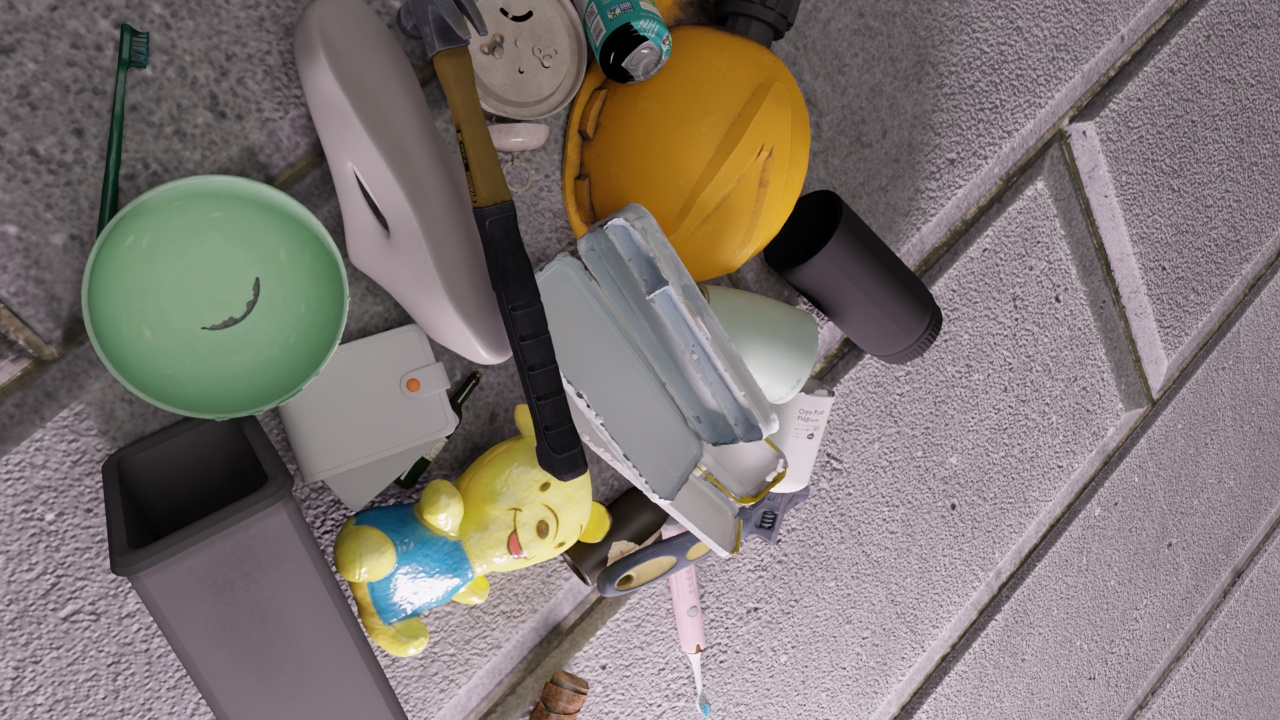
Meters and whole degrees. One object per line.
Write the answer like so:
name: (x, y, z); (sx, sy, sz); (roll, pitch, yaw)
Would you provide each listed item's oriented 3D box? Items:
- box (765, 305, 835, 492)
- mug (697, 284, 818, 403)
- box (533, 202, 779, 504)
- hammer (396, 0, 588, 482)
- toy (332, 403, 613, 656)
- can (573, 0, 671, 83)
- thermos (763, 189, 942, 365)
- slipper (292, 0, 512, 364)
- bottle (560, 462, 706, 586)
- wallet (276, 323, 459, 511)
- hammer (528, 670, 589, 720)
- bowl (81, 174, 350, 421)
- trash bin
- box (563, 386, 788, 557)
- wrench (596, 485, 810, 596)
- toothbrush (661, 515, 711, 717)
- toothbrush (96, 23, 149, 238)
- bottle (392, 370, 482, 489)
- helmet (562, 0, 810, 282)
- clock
box: (0.134, 0.033, 0.851); (0.083, 0.092, 0.166); (9, 106, -29)
mug: (0.078, -0.019, 0.783); (0.104, 0.111, 0.084); (18, 89, -22)
box: (-0.009, 0.008, 0.688); (0.126, 0.106, 0.215); (-37, 99, -26)
hammer: (-0.090, -0.076, 0.603); (0.025, 0.118, 0.333); (-20, 106, -22)
toy: (-0.129, 0.126, 0.707); (0.213, 0.084, 0.149); (-30, 137, -27)
can: (-0.016, -0.254, 0.674); (0.055, 0.101, 0.055); (-14, 148, -9)
thermos: (0.211, -0.067, 0.867); (0.198, 0.086, 0.086); (36, 82, -32)
slipper: (-0.172, -0.111, 0.636); (0.112, 0.081, 0.266); (-74, 145, -53)
bottle: (0.012, 0.125, 0.817); (0.184, 0.045, 0.045); (-37, 118, -19)
wallet: (-0.193, 0.042, 0.663); (0.118, 0.038, 0.115); (-19, 95, -22)
hammer: (-0.137, 0.421, 0.802); (0.121, 0.049, 0.318); (33, 82, -30)
bowl: (-0.271, -0.044, 0.588); (0.150, 0.077, 0.151); (-8, 105, -29)
trash bin: (-0.241, 0.160, 0.590); (0.097, 0.192, 0.220); (-28, 116, -23)
box: (0.027, 0.067, 0.780); (0.210, 0.057, 0.117); (42, 70, -16)
wrench: (0.069, 0.161, 0.847); (0.272, 0.022, 0.073); (-13, 112, -40)
toothbrush: (0.047, 0.249, 0.880); (0.027, 0.026, 0.223); (-15, 109, -15)
toothbrush: (-0.327, -0.113, 0.575); (0.017, 0.016, 0.190); (6, 99, -36)
bottle: (-0.157, 0.051, 0.711); (0.025, 0.025, 0.106); (41, 80, -31)
helmet: (0.061, -0.169, 0.727); (0.205, 0.131, 0.255); (15, 95, -33)
clock: (-0.097, -0.202, 0.666); (0.103, 0.061, 0.157); (-7, 97, -30)
